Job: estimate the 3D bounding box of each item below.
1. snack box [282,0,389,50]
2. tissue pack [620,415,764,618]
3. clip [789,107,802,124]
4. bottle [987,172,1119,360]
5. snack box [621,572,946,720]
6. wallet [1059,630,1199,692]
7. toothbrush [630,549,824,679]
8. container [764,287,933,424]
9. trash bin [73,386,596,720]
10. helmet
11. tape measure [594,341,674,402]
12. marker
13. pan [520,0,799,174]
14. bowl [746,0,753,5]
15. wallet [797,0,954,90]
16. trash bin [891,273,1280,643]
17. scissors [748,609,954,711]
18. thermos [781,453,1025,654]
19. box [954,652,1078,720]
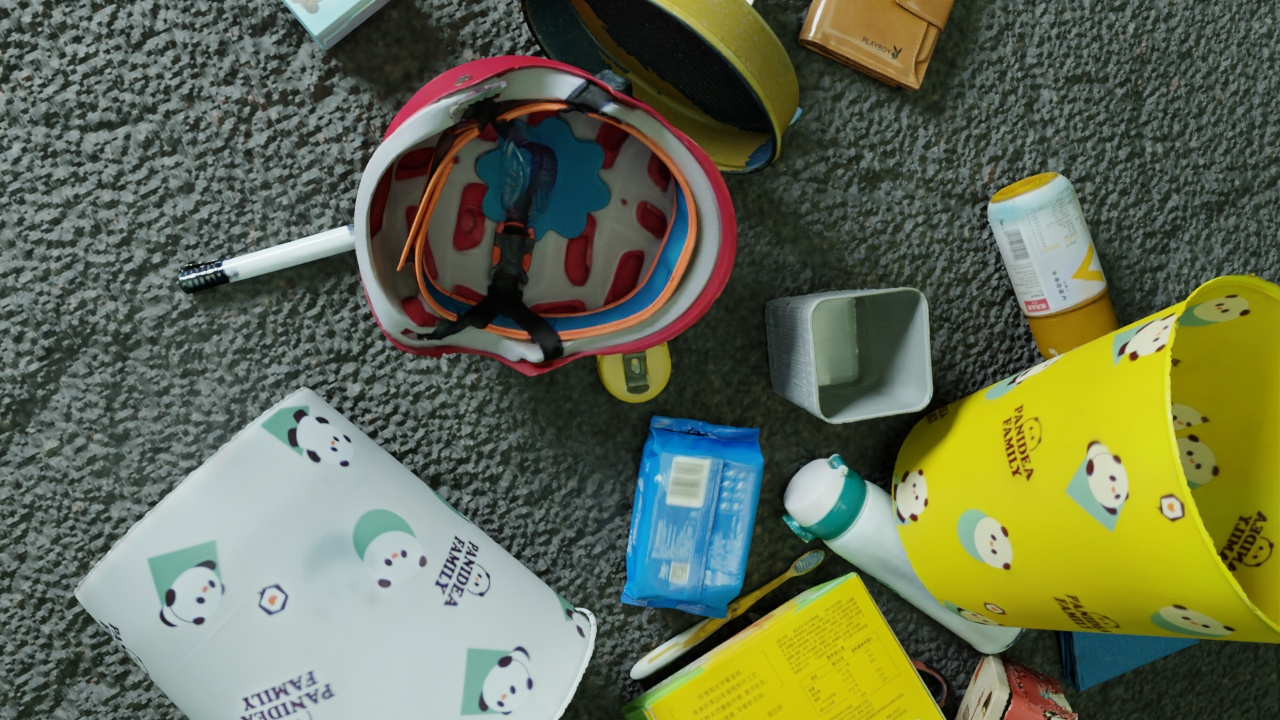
[{"bbox_3d":[-0.243,-0.302,0.612,0.074,0.051,0.175,-41,103,-4],"label":"snack box"},{"bbox_3d":[0.040,0.124,0.725,0.095,0.052,0.157,8,95,-11],"label":"tissue pack"},{"bbox_3d":[0.099,-0.180,0.717,0.027,0.045,0.058,39,97,-17],"label":"clip"},{"bbox_3d":[0.348,-0.059,0.760,0.068,0.068,0.189,-27,102,-8],"label":"bottle"},{"bbox_3d":[0.114,0.280,0.696,0.209,0.070,0.157,-24,75,-25],"label":"snack box"},{"bbox_3d":[0.442,0.233,0.832,0.133,0.040,0.106,-18,109,-10],"label":"wallet"},{"bbox_3d":[0.073,0.209,0.759,0.191,0.018,0.016,-31,75,-7],"label":"toothbrush"},{"bbox_3d":[0.152,-0.009,0.700,0.090,0.114,0.090,-7,98,-11],"label":"container"},{"bbox_3d":[-0.196,0.169,0.599,0.229,0.229,0.252,-44,98,-4],"label":"trash bin"},{"bbox_3d":[-0.066,-0.107,0.623,0.239,0.143,0.207,7,123,-17],"label":"helmet"},{"bbox_3d":[-0.004,0.004,0.712,0.060,0.029,0.057,-14,100,-10],"label":"tape measure"},{"bbox_3d":[-0.262,-0.074,0.654,0.130,0.018,0.022,-18,91,-9],"label":"marker"},{"bbox_3d":[-0.050,-0.224,0.562,0.357,0.198,0.078,37,80,-32],"label":"pan"},{"bbox_3d":[0.024,-0.280,0.667,0.113,0.062,0.113,-2,99,-12],"label":"bowl"},{"bbox_3d":[0.194,-0.291,0.719,0.107,0.031,0.132,21,93,-12],"label":"wallet"},{"bbox_3d":[0.336,0.091,0.652,0.229,0.256,0.229,9,70,-25],"label":"trash bin"},{"bbox_3d":[0.173,0.290,0.792,0.189,0.015,0.227,-23,102,-8],"label":"scissors"},{"bbox_3d":[0.217,0.161,0.761,0.224,0.073,0.073,35,89,-13],"label":"thermos"},{"bbox_3d":[0.305,0.297,0.735,0.080,0.168,0.091,23,92,18],"label":"box"}]
